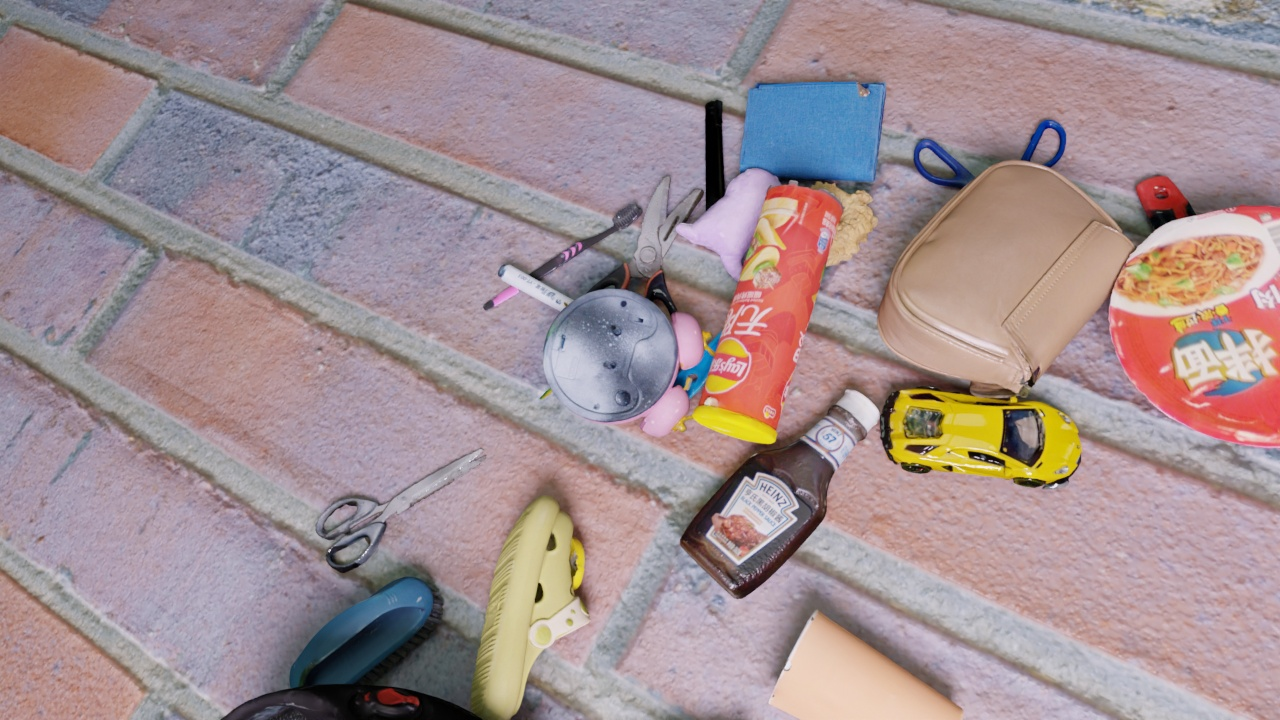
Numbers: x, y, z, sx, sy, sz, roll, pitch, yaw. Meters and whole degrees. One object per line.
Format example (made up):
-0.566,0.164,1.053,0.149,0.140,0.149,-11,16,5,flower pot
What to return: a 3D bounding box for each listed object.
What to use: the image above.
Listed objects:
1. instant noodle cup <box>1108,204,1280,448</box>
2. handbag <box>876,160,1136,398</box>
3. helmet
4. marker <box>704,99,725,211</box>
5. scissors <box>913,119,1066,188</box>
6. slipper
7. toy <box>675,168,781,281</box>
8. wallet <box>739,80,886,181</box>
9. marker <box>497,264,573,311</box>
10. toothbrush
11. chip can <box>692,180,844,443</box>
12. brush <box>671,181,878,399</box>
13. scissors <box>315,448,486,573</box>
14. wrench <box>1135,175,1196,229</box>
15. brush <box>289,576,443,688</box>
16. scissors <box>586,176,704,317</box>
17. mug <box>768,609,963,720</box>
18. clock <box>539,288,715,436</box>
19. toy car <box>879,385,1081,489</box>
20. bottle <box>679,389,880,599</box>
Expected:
0.456,-0.019,0.692,0.194,0.066,0.193,-7,68,17,instant noodle cup
0.293,-0.063,0.749,0.148,0.100,0.204,39,69,24,handbag
-0.183,0.345,0.636,0.275,0.229,0.234,34,104,30,helmet
0.075,-0.204,0.921,0.022,0.020,0.131,-31,50,50,marker
0.322,-0.157,0.837,0.162,0.012,0.172,28,78,22,scissors
-0.085,0.209,0.759,0.081,0.092,0.190,21,60,-16,slipper
0.099,-0.135,0.873,0.084,0.039,0.108,42,77,0,toy
0.167,-0.225,0.896,0.133,0.040,0.106,5,77,17,wallet
-0.084,-0.062,0.899,0.131,0.018,0.022,29,68,19,marker
-0.079,-0.103,0.922,0.189,0.018,0.014,-32,64,2,toothbrush
0.110,-0.040,0.775,0.073,0.073,0.216,14,76,21,chip can
0.118,-0.064,0.842,0.083,0.046,0.254,40,85,22,brush
-0.220,0.141,0.858,0.175,0.014,0.136,1,66,13,scissors
0.480,-0.042,0.740,0.056,0.016,0.273,-22,63,4,wrench
-0.240,0.238,0.784,0.144,0.073,0.055,-38,58,-3,brush
0.007,-0.078,0.879,0.195,0.015,0.215,-23,68,-8,scissors
0.165,0.248,0.669,0.123,0.078,0.078,27,76,20,mug
-0.005,0.005,0.804,0.158,0.060,0.117,13,80,10,clock
0.273,0.059,0.739,0.156,0.041,0.071,8,69,17,toy car
0.122,0.104,0.760,0.194,0.044,0.080,-45,61,-8,bottle
